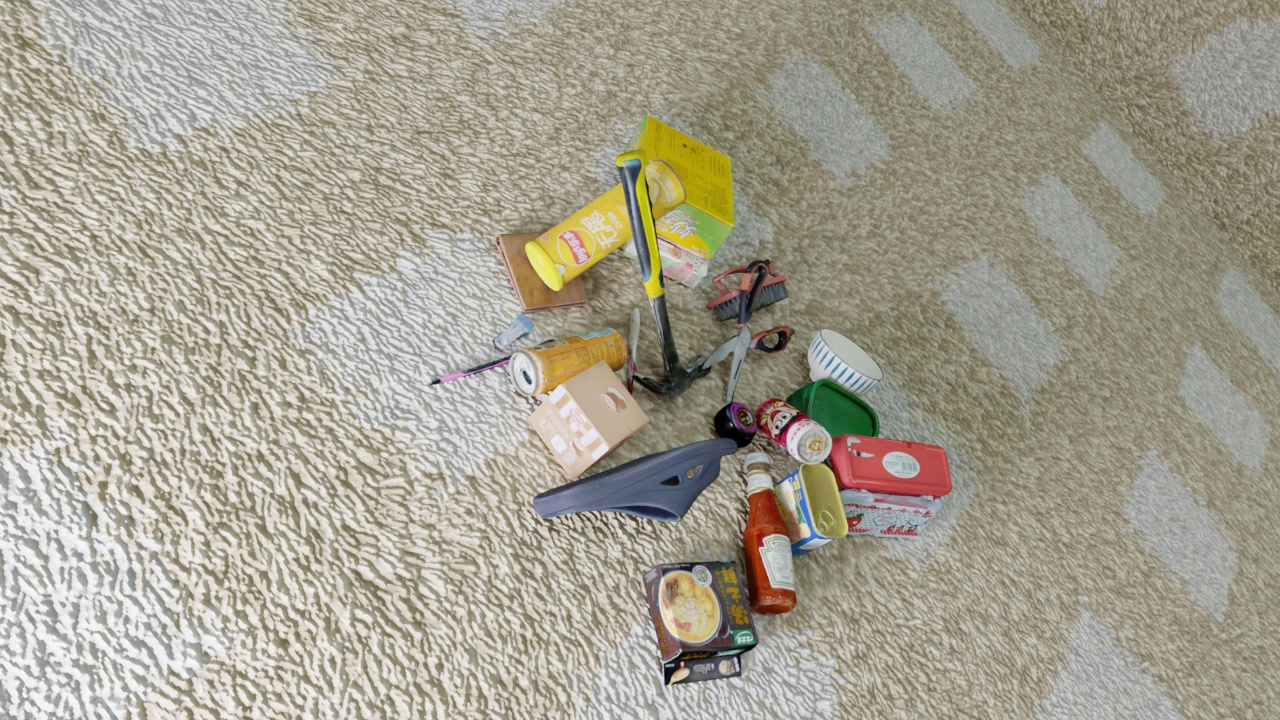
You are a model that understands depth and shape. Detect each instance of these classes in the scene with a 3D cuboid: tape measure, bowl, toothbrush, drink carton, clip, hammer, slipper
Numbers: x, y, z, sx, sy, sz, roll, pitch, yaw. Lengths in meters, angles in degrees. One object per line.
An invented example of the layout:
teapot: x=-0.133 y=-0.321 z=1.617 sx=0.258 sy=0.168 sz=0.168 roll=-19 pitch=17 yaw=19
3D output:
tape measure: x=0.127 y=0.087 z=1.234 sx=0.058 sy=0.039 sz=0.056 roll=42 pitch=37 yaw=-12
bowl: x=0.295 y=0.013 z=1.364 sx=0.116 sy=0.066 sz=0.116 roll=29 pitch=25 yaw=-15
toothbrush: x=-0.172 y=0.001 z=1.106 sx=0.188 sy=0.014 sz=0.018 roll=-18 pitch=63 yaw=-39
drink carton: x=0.039 y=-0.157 z=1.327 sx=0.122 sy=0.046 sz=0.053 roll=25 pitch=50 yaw=-18
clip: x=-0.159 y=-0.033 z=1.133 sx=0.027 sy=0.044 sz=0.058 roll=50 pitch=55 yaw=0
hammer: x=0.016 y=-0.104 z=1.168 sx=0.125 sy=0.032 sz=0.323 roll=-32 pitch=119 yaw=-41
slipper: x=0.002 y=0.156 z=1.074 sx=0.267 sy=0.111 sz=0.083 roll=-14 pitch=86 yaw=-34
toothbrush: x=-0.007 y=0.007 z=1.212 sx=0.017 sy=0.016 sz=0.187 roll=24 pitch=50 yaw=-29

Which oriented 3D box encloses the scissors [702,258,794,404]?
scissors: x=0.153 y=-0.043 z=1.299 sx=0.224 sy=0.015 sz=0.189 roll=-18 pitch=105 yaw=-45

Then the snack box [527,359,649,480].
snack box: x=-0.061 y=0.070 z=1.080 sx=0.076 sy=0.095 sz=0.093 roll=-31 pitch=81 yaw=-43

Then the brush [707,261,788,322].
brush: x=0.166 y=-0.109 z=1.370 sx=0.145 sy=0.063 sz=0.069 roll=-20 pitch=88 yaw=-41

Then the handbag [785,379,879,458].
handbag: x=0.267 y=0.099 z=1.309 sx=0.131 sy=0.068 sz=0.120 roll=32 pitch=58 yaw=-15

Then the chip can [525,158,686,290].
chip can: x=-0.044 y=-0.177 z=1.185 sx=0.213 sy=0.072 sz=0.072 roll=-37 pitch=85 yaw=-15

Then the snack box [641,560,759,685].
snack box: x=0.070 y=0.299 z=1.057 sx=0.113 sy=0.053 sz=0.125 roll=5 pitch=54 yaw=-32

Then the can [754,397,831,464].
can: x=0.201 y=0.092 z=1.213 sx=0.053 sy=0.133 sz=0.053 roll=-4 pitch=105 yaw=-15

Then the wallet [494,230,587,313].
wallet: x=-0.129 y=-0.119 z=1.210 sx=0.101 sy=0.020 sz=0.115 roll=-12 pitch=71 yaw=-37

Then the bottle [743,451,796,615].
bottle: x=0.157 y=0.214 z=1.159 sx=0.059 sy=0.060 sz=0.205 roll=15 pitch=54 yaw=-26

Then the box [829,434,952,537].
box: x=0.337 y=0.179 z=1.259 sx=0.201 sy=0.074 sz=0.154 roll=9 pitch=95 yaw=-28

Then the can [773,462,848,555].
can: x=0.213 y=0.195 z=1.192 sx=0.057 sy=0.083 sz=0.102 roll=6 pitch=59 yaw=-30

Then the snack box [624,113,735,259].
snack box: x=0.055 y=-0.259 z=1.355 sx=0.157 sy=0.070 sz=0.209 roll=24 pitch=37 yaw=-16

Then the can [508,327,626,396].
can: x=-0.087 y=0.001 z=1.132 sx=0.145 sy=0.058 sz=0.058 roll=-17 pitch=72 yaw=-40
